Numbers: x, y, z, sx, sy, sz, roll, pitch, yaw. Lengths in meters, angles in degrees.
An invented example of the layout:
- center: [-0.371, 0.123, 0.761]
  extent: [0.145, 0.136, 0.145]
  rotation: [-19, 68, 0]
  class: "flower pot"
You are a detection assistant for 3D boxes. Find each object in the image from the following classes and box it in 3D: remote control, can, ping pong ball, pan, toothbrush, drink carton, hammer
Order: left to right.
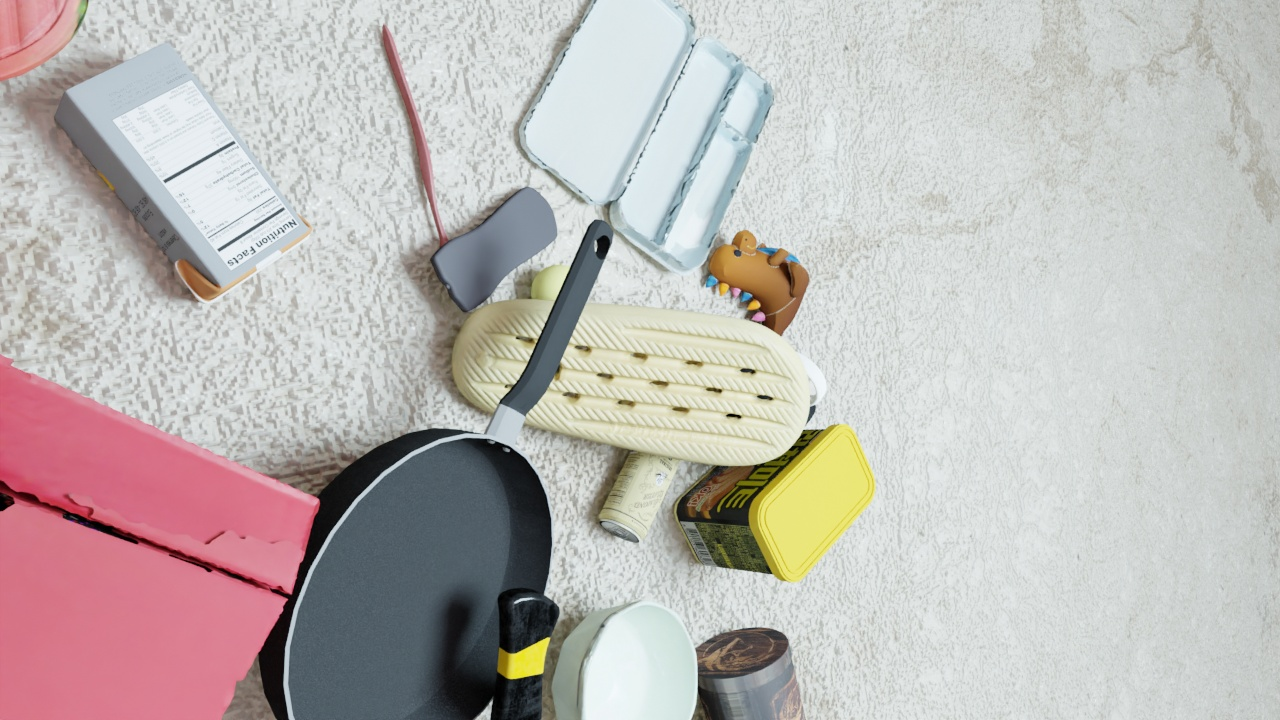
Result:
- center: [-0.253, -0.101, 0.512]
  extent: [0.076, 0.049, 0.125]
  rotation: [-45, 112, -32]
  class: "drink carton"
- center: [-0.145, -0.137, 0.623]
  extent: [0.015, 0.015, 0.184]
  rotation: [-21, 97, -41]
  class: "toothbrush"
- center: [-0.102, 0.070, 0.559]
  extent: [0.204, 0.044, 0.355]
  rotation: [40, 69, -54]
  class: "pan"
- center: [-0.099, -0.081, 0.642]
  extent: [0.124, 0.009, 0.046]
  rotation: [-49, 117, -44]
  class: "remote control"
- center: [-0.089, 0.304, 0.578]
  extent: [0.169, 0.034, 0.324]
  rotation: [4, 93, -38]
  class: "hammer"
- center: [-0.059, -0.049, 0.664]
  extent: [0.040, 0.040, 0.040]
  rotation: [5, 83, -38]
  class: "ping pong ball"
- center: [0.001, 0.095, 0.697]
  extent: [0.038, 0.038, 0.079]
  rotation: [41, 62, -28]
  class: "can"
- center: [0.107, 0.111, 0.739]
  extent: [0.130, 0.101, 0.072]
  rotation: [-37, 108, -35]
  class: "can"

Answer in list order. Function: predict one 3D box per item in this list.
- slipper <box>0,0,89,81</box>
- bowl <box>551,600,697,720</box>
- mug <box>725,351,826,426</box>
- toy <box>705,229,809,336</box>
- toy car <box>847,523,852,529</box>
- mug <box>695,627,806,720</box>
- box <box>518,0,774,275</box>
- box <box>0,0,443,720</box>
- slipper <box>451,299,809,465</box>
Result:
- center: [-0.385, -0.161, 0.410]
  extent: [0.248, 0.059, 0.103]
  rotation: [-9, 92, -23]
  class: "slipper"
- center: [-0.019, 0.228, 0.650]
  extent: [0.117, 0.061, 0.117]
  rotation: [7, 80, -46]
  class: "bowl"
- center: [0.089, 0.015, 0.726]
  extent: [0.100, 0.119, 0.084]
  rotation: [54, 52, -9]
  class: "mug"
- center: [0.094, -0.056, 0.790]
  extent: [0.090, 0.070, 0.103]
  rotation: [16, 98, -23]
  class: "toy"
- center: [0.165, 0.132, 0.815]
  extent: [0.047, 0.047, 0.111]
  rotation: [48, 59, -18]
  class: "toy car"
- center: [0.097, 0.275, 0.739]
  extent: [0.115, 0.080, 0.107]
  rotation: [-30, 107, -63]
  class: "mug"
- center: [0.011, -0.196, 0.745]
  extent: [0.190, 0.038, 0.208]
  rotation: [32, 67, -23]
  class: "box"
- center: [-0.250, -0.021, 0.465]
  extent: [0.214, 0.138, 0.466]
  rotation: [32, 59, -30]
  class: "box"
- center: [-0.004, 0.004, 0.664]
  extent: [0.261, 0.079, 0.111]
  rotation: [9, 111, -15]
  class: "slipper"
